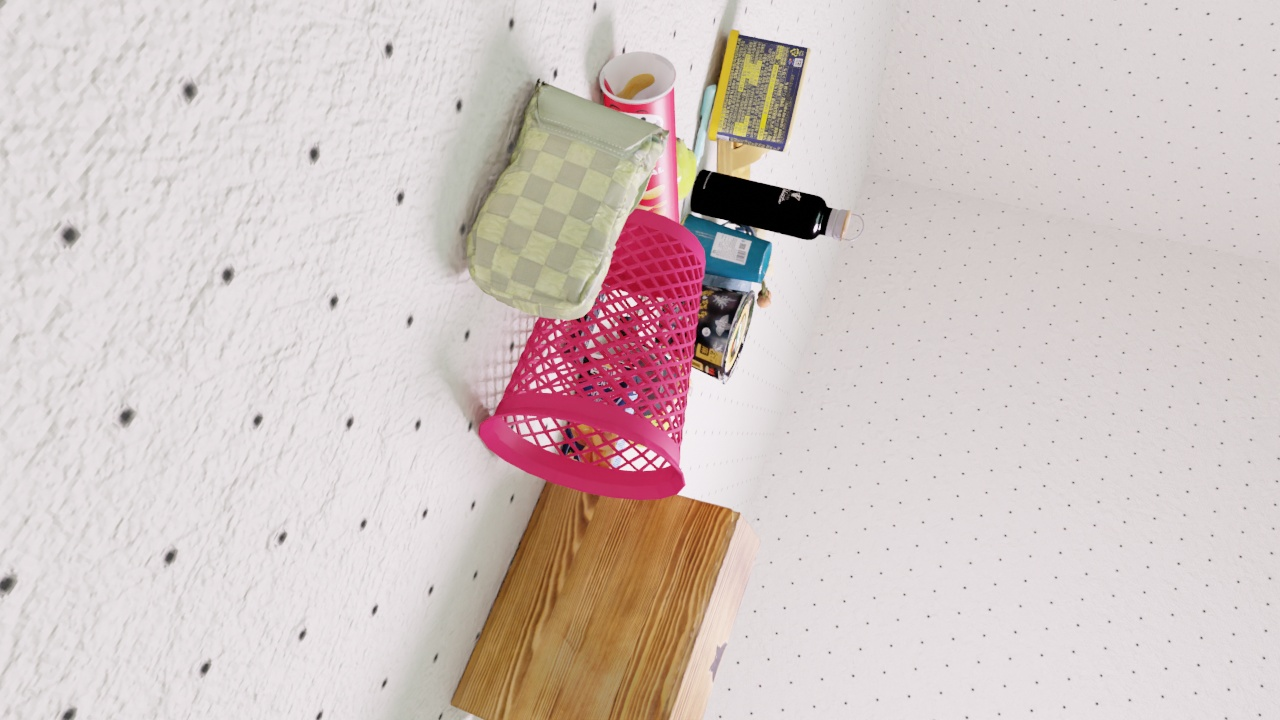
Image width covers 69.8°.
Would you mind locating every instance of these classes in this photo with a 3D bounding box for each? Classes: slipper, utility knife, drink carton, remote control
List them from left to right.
[{"bbox_3d":[-0.050,-0.061,0.964,0.032,0.015,0.136,67,39,-67],"label":"remote control"},{"bbox_3d":[-0.042,0.060,1.025,0.040,0.064,0.130,-12,117,-73],"label":"drink carton"},{"bbox_3d":[0.073,-0.268,1.197,0.022,0.016,0.180,-67,171,-66],"label":"utility knife"},{"bbox_3d":[0.160,-0.321,1.324,0.264,0.078,0.099,89,25,-49],"label":"slipper"}]

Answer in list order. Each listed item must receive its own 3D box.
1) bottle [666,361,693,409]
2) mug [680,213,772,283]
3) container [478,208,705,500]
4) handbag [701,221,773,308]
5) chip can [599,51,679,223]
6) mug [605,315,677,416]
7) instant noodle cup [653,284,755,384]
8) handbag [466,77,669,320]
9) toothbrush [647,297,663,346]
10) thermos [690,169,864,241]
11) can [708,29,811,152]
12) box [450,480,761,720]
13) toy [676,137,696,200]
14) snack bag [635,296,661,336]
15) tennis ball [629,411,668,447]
[{"bbox_3d":[0.045,0.041,1.320,0.108,0.063,0.063,58,51,-71],"label":"bottle"},{"bbox_3d":[0.114,-0.148,1.253,0.078,0.121,0.078,17,89,-74],"label":"mug"},{"bbox_3d":[-0.025,-0.012,0.840,0.183,0.183,0.225,75,27,-62],"label":"container"},{"bbox_3d":[0.143,-0.119,1.384,0.121,0.118,0.192,-106,-152,-85],"label":"handbag"},{"bbox_3d":[0.004,-0.193,0.913,0.221,0.069,0.069,84,27,-55],"label":"chip can"},{"bbox_3d":[-0.006,0.006,1.091,0.094,0.085,0.121,13,64,-75],"label":"mug"},{"bbox_3d":[0.086,-0.047,1.282,0.137,0.112,0.137,18,89,-76],"label":"instant noodle cup"},{"bbox_3d":[-0.060,-0.119,0.716,0.117,0.113,0.186,100,12,-78],"label":"handbag"},{"bbox_3d":[0.019,-0.030,1.241,0.015,0.018,0.181,-30,134,-68],"label":"toothbrush"},{"bbox_3d":[0.187,-0.204,1.242,0.061,0.231,0.061,17,89,-75],"label":"thermos"},{"bbox_3d":[0.153,-0.345,1.186,0.075,0.104,0.135,-50,153,-82],"label":"can"},{"bbox_3d":[-0.021,0.314,1.047,0.278,0.282,0.315,-68,151,-20],"label":"box"},{"bbox_3d":[0.029,-0.195,1.050,0.115,0.046,0.092,-68,165,6],"label":"toy"},{"bbox_3d":[0.004,-0.046,1.176,0.057,0.013,0.158,24,83,-73],"label":"snack bag"},{"bbox_3d":[0.006,0.084,1.221,0.065,0.065,0.065,17,89,-75],"label":"tennis ball"}]
